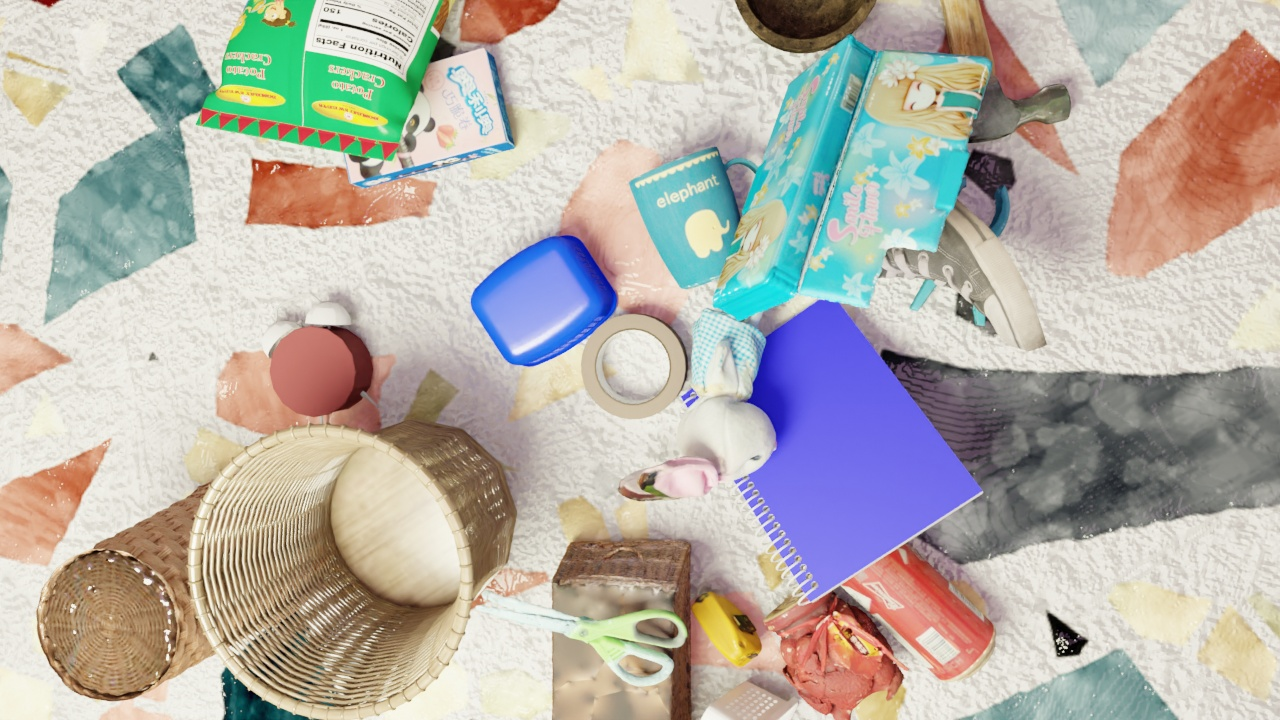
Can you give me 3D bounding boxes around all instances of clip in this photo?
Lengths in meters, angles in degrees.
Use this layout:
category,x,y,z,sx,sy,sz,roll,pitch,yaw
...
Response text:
category,x,y,z,sx,sy,sz,roll,pitch,yaw
clip,0.261,-0.097,0.784,0.113,0.028,0.127,23,97,4

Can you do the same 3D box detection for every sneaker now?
category,x,y,z,sx,sy,sz,roll,pitch,yaw
sneaker,0.213,-0.075,0.730,0.120,0.095,0.234,-42,63,12

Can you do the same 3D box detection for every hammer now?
category,x,y,z,sx,sy,sz,roll,pitch,yaw
hammer,0.254,-0.345,0.766,0.132,0.033,0.330,-13,91,10

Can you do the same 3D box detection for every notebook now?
category,x,y,z,sx,sy,sz,roll,pitch,yaw
notebook,0.149,0.072,0.774,0.172,0.022,0.209,-36,65,9

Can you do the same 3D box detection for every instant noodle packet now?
category,x,y,z,sx,sy,sz,roll,pitch,yaw
instant noodle packet,-0.256,-0.299,0.796,0.196,0.090,0.252,13,76,15

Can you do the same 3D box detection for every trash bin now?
category,x,y,z,sx,sy,sz,roll,pitch,yaw
trash bin,-0.392,0.188,0.801,0.151,0.210,0.151,0,93,7

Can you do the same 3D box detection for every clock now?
category,x,y,z,sx,sy,sz,roll,pitch,yaw
clock,-0.301,-0.001,0.859,0.087,0.044,0.124,-22,90,9

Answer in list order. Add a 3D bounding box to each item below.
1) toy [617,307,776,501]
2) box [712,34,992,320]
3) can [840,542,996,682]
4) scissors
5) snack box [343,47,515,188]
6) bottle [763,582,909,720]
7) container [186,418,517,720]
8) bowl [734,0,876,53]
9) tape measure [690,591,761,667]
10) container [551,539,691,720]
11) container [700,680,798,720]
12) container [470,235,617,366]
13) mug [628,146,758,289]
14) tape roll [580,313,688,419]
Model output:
category,x,y,z,sx,sy,sz,roll,pitch,yaw
toy,0.070,0.037,0.767,0.105,0.131,0.205,27,73,-7
box,0.150,-0.142,0.697,0.181,0.074,0.226,2,65,46
can,0.223,0.196,0.786,0.170,0.067,0.067,44,98,3
scissors,-0.044,0.202,0.703,0.175,0.033,0.072,22,103,-23
snack box,-0.198,-0.219,0.835,0.154,0.033,0.088,-12,91,9
bottle,0.166,0.248,0.781,0.099,0.099,0.111,-36,79,8
container,-0.221,0.154,0.781,0.227,0.196,0.227,1,94,8
bowl,0.138,-0.315,0.770,0.121,0.056,0.121,1,94,8
tape measure,0.082,0.240,0.812,0.030,0.059,0.068,-43,55,10
container,-0.016,0.262,0.802,0.114,0.112,0.198,0,95,8
container,0.083,0.327,0.791,0.049,0.129,0.081,28,97,25
container,-0.089,-0.053,0.818,0.114,0.058,0.096,-33,89,9
mug,0.060,-0.124,0.784,0.112,0.084,0.104,-21,97,-2
tape roll,-0.005,0.005,0.824,0.094,0.030,0.094,1,94,8
